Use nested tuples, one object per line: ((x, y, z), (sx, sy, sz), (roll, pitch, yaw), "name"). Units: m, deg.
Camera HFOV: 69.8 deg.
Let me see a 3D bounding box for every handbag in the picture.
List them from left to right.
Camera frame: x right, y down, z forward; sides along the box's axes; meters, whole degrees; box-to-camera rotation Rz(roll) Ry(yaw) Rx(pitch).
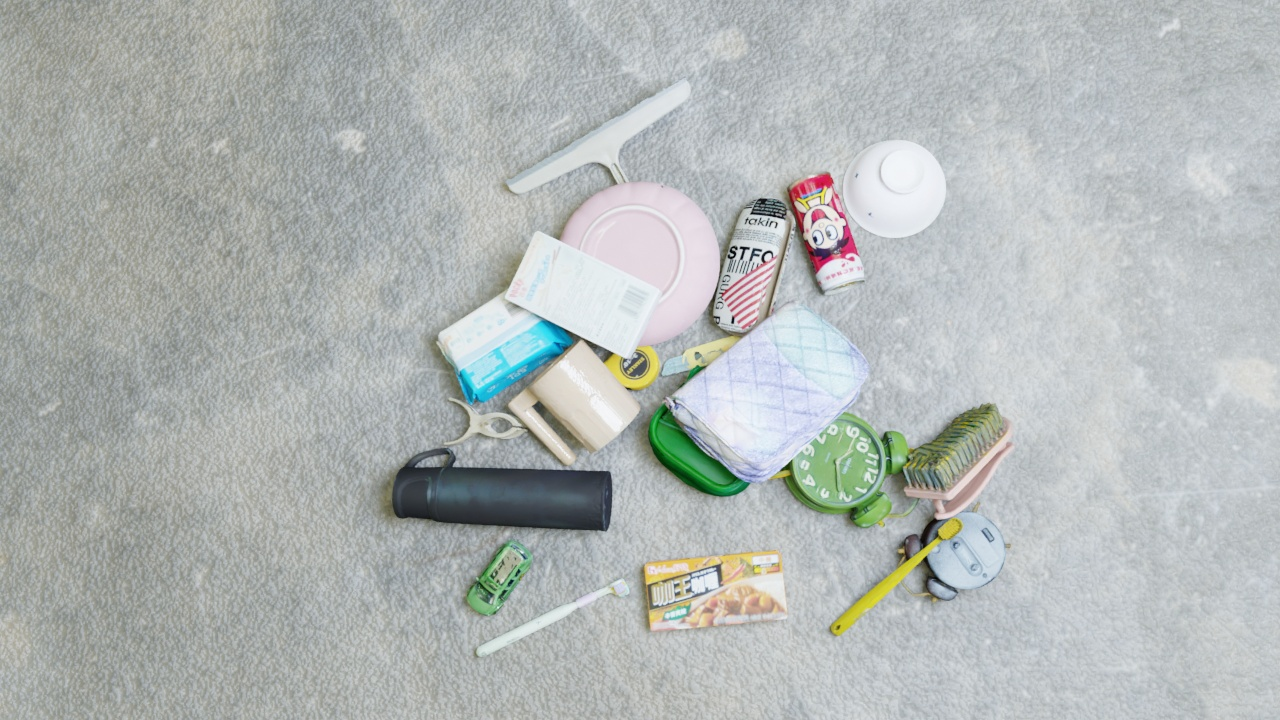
((0.081, 0.084, 1.034), (0.131, 0.068, 0.120), (35, 79, 10), "handbag")
((0.138, 0.034, 0.981), (0.193, 0.076, 0.134), (-36, 66, -22), "handbag")

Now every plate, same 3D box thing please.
((-0.008, -0.112, 1.040), (0.192, 0.039, 0.192), (-1, 87, 10), "plate")

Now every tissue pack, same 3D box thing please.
((-0.160, -0.019, 1.067), (0.140, 0.063, 0.090), (-33, 77, -1), "tissue pack")

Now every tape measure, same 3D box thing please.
((-0.006, 0.006, 1.065), (0.060, 0.029, 0.057), (-44, 75, -1), "tape measure")

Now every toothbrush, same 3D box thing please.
((-0.102, 0.295, 1.045), (0.189, 0.029, 0.020), (-25, 39, 3), "toothbrush")
((0.271, 0.233, 0.981), (0.190, 0.016, 0.015), (-49, 62, 21), "toothbrush")

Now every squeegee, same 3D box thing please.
((0.004, -0.164, 1.081), (0.247, 0.039, 0.246), (-29, 82, 8), "squeegee")

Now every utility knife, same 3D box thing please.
((0.109, -0.013, 1.067), (0.178, 0.019, 0.031), (-17, 76, 8), "utility knife")

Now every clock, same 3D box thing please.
((0.232, 0.119, 1.015), (0.161, 0.056, 0.116), (22, 86, 7), "clock")
((0.335, 0.210, 0.994), (0.122, 0.055, 0.082), (-34, 82, 1), "clock")

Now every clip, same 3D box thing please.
((-0.182, 0.077, 1.074), (0.097, 0.034, 0.060), (4, 84, 11), "clip")

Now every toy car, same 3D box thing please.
((-0.163, 0.250, 1.049), (0.043, 0.036, 0.091), (35, 91, 7), "toy car")

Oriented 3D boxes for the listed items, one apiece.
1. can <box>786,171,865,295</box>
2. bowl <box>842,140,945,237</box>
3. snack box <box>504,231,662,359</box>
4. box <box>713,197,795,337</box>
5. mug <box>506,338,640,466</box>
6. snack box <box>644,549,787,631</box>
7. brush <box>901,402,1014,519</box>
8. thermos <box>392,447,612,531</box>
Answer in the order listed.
((0.213, -0.145, 1.050), (0.053, 0.053, 0.132), (-17, 82, 3), "can")
((0.294, -0.205, 1.045), (0.118, 0.065, 0.118), (-1, 84, 6), "bowl")
((-0.063, -0.072, 1.013), (0.157, 0.027, 0.085), (26, 92, 11), "snack box")
((0.133, -0.105, 1.064), (0.075, 0.077, 0.163), (10, 83, 34), "box")
((-0.076, 0.052, 1.038), (0.125, 0.084, 0.103), (-40, 97, 24), "mug")
((0.084, 0.257, 1.027), (0.154, 0.026, 0.075), (-7, 82, 5), "snack box")
((0.351, 0.106, 0.988), (0.145, 0.063, 0.073), (-35, 103, -27), "brush")
((-0.155, 0.144, 1.048), (0.242, 0.068, 0.089), (3, 61, 6), "thermos")
